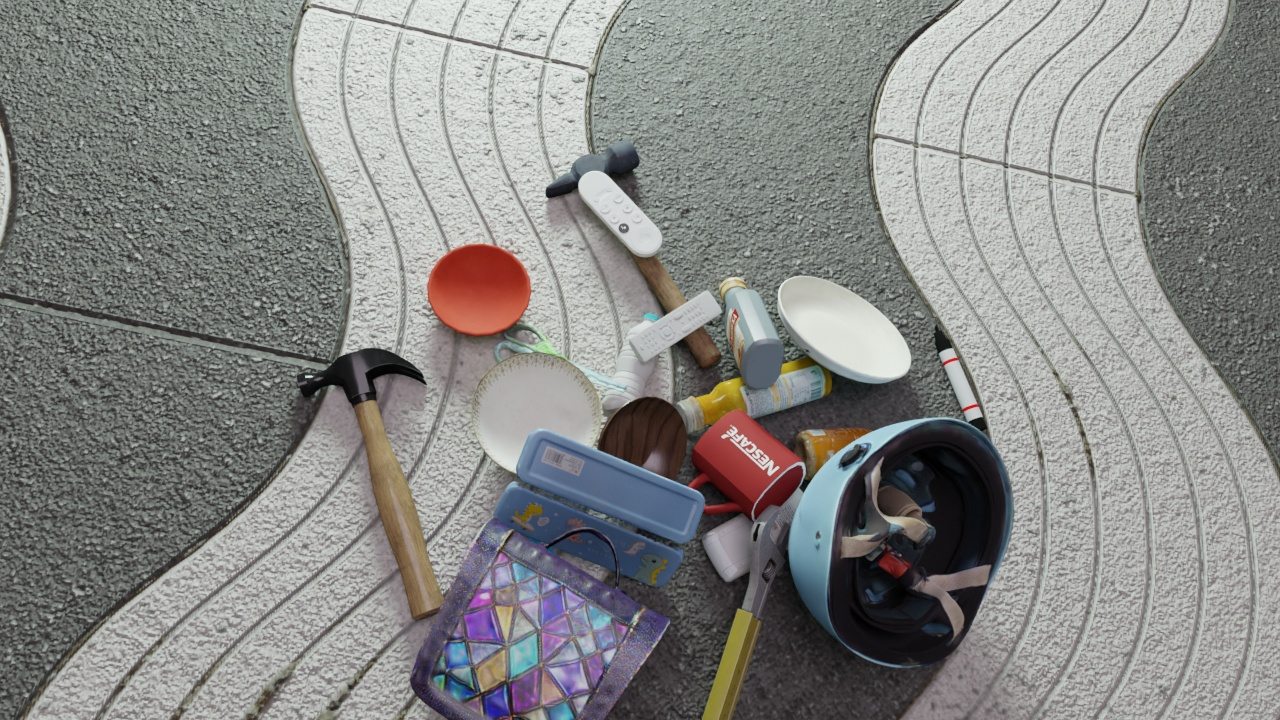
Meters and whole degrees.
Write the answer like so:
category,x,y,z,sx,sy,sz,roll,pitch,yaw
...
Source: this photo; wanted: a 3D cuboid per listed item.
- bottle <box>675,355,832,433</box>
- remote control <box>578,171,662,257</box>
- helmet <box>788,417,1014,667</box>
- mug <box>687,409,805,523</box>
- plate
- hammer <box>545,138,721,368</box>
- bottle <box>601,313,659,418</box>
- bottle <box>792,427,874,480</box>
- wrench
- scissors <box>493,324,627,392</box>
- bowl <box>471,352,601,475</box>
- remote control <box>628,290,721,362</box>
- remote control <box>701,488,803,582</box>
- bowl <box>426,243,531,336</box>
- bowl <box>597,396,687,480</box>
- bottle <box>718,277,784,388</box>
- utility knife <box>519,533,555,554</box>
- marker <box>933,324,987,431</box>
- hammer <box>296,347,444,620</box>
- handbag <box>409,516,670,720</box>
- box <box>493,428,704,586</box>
category,x,y,z,sx,sy,sz,roll,pitch,yaw
bottle,0.134,0.042,1.089,0.186,0.053,0.053,-16,71,-14
remote control,-0.026,-0.183,1.142,0.043,0.013,0.136,-40,78,-12
helmet,0.266,0.177,0.979,0.225,0.167,0.265,45,78,-20
mug,0.109,0.129,1.023,0.116,0.080,0.096,-42,59,-11
plate,0.241,-0.031,1.115,0.182,0.034,0.182,19,37,-15
hammer,0.005,-0.127,1.152,0.129,0.040,0.321,-28,75,-14
bottle,-0.006,0.006,1.088,0.044,0.044,0.136,20,66,0
bottle,0.266,0.108,1.080,0.167,0.059,0.059,-2,68,-13
wrench,0.109,0.288,0.973,0.018,0.083,0.273,10,71,38
scissors,-0.092,0.003,1.070,0.174,0.033,0.064,24,59,16
bowl,-0.118,0.069,1.035,0.145,0.063,0.145,3,67,-7
remote control,0.042,-0.041,1.090,0.130,0.012,0.033,-33,88,-29
remote control,0.139,0.196,1.042,0.138,0.025,0.060,-24,73,-19
bowl,-0.193,-0.079,1.101,0.122,0.035,0.121,3,68,-7
bowl,-0.004,0.096,1.039,0.119,0.032,0.119,-7,103,-32
bottle,0.127,-0.042,1.093,0.046,0.072,0.161,-4,38,-8
utility knife,-0.076,0.261,0.989,0.031,0.015,0.198,-31,75,-16
marker,0.399,0.021,1.155,0.019,0.019,0.145,-12,70,-13
hammer,-0.271,0.130,1.006,0.132,0.040,0.305,-19,72,-12
handbag,-0.094,0.270,0.914,0.205,0.126,0.221,29,75,6
box,-0.042,0.162,0.978,0.209,0.039,0.126,24,97,-10
